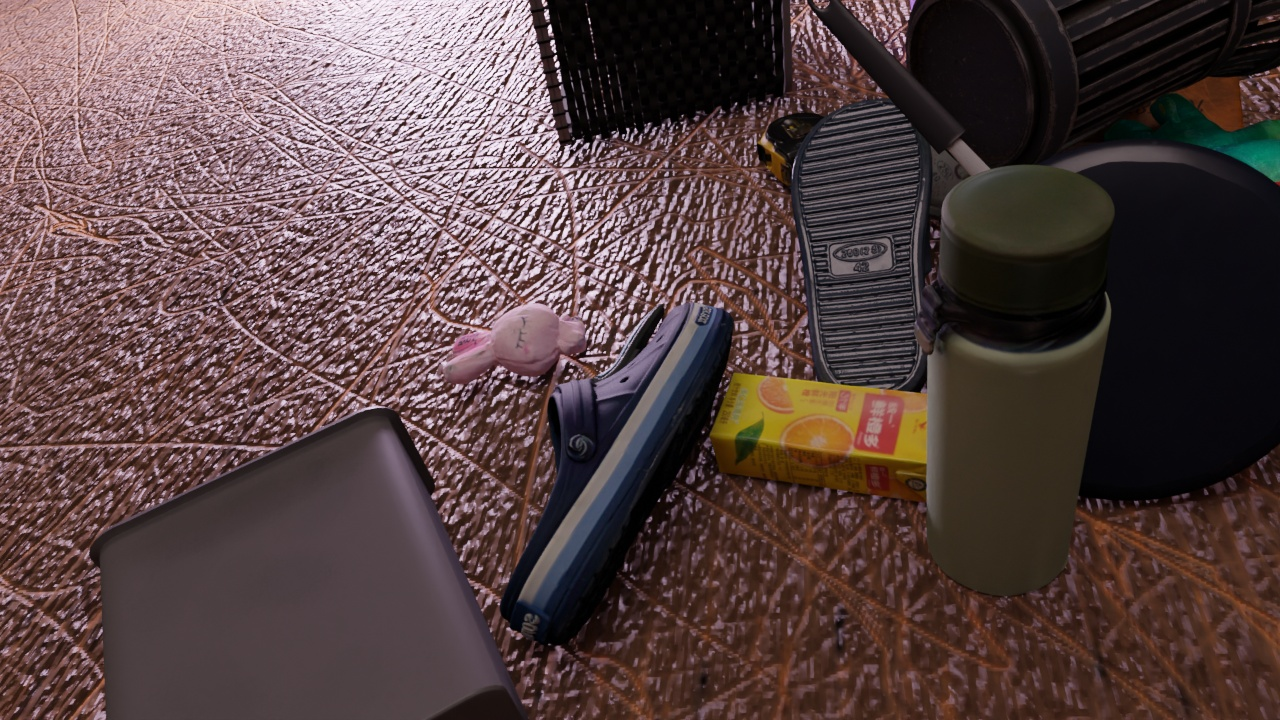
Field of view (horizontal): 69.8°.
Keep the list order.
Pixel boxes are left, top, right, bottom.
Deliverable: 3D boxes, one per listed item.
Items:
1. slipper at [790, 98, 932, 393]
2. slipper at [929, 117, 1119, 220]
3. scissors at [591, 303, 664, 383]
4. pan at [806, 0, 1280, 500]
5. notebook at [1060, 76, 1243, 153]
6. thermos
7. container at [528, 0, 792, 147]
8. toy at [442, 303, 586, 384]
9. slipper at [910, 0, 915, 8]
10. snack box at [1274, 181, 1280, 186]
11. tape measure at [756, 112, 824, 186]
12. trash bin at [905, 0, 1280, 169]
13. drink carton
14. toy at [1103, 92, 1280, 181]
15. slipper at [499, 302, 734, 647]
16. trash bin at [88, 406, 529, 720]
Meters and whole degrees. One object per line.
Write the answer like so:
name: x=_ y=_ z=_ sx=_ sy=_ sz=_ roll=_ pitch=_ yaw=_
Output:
slipper: x=0.164 y=-0.073 z=0.673 sx=0.101 sy=0.082 sz=0.263 roll=-3 pitch=62 yaw=16
slipper: x=0.326 y=-0.208 z=0.738 sx=0.268 sy=0.055 sz=0.098 roll=-40 pitch=83 yaw=-5
scissors: x=0.002 y=0.003 z=0.674 sx=0.156 sy=0.019 sz=0.124 roll=-17 pitch=40 yaw=-3
pan: x=0.211 y=-0.078 z=0.507 sx=0.199 sy=0.356 sz=0.021 roll=-43 pitch=-6 yaw=22
notebook: x=0.430 y=-0.275 z=0.824 sx=0.179 sy=0.014 sz=0.248 roll=5 pitch=55 yaw=22
thermos: x=0.174 y=0.019 z=0.442 sx=0.082 sy=0.232 sz=0.082 roll=-9 pitch=42 yaw=8
container: x=0.014 y=-0.399 z=0.954 sx=0.244 sy=0.246 sz=0.246 roll=-8 pitch=41 yaw=2
toy: x=-0.097 y=-0.013 z=0.702 sx=0.110 sy=0.047 sz=0.063 roll=-17 pitch=32 yaw=2
slipper: x=0.316 y=-0.334 z=0.890 sx=0.084 sy=0.107 sz=0.265 roll=-5 pitch=48 yaw=14
snack box: x=0.362 y=-0.043 z=0.544 sx=0.236 sy=0.113 sz=0.060 roll=-4 pitch=41 yaw=12
tape measure: x=0.145 y=-0.195 z=0.836 sx=0.071 sy=0.042 sz=0.072 roll=-30 pitch=40 yaw=-11
trash bin: x=0.312 y=-0.231 z=0.623 sx=0.227 sy=0.164 sz=0.164 roll=-27 pitch=42 yaw=-11
drink carton: x=0.117 y=0.048 z=0.573 sx=0.135 sy=0.043 sz=0.058 roll=6 pitch=48 yaw=23
toy: x=0.417 y=-0.147 z=0.668 sx=0.131 sy=0.072 sz=0.193 roll=-29 pitch=37 yaw=9
slipper: x=-0.020 y=0.048 z=0.557 sx=0.095 sy=0.105 sz=0.252 roll=23 pitch=54 yaw=12
trash bin: x=-0.183 y=0.155 z=0.503 sx=0.191 sy=0.098 sz=0.220 roll=-26 pitch=43 yaw=-13
